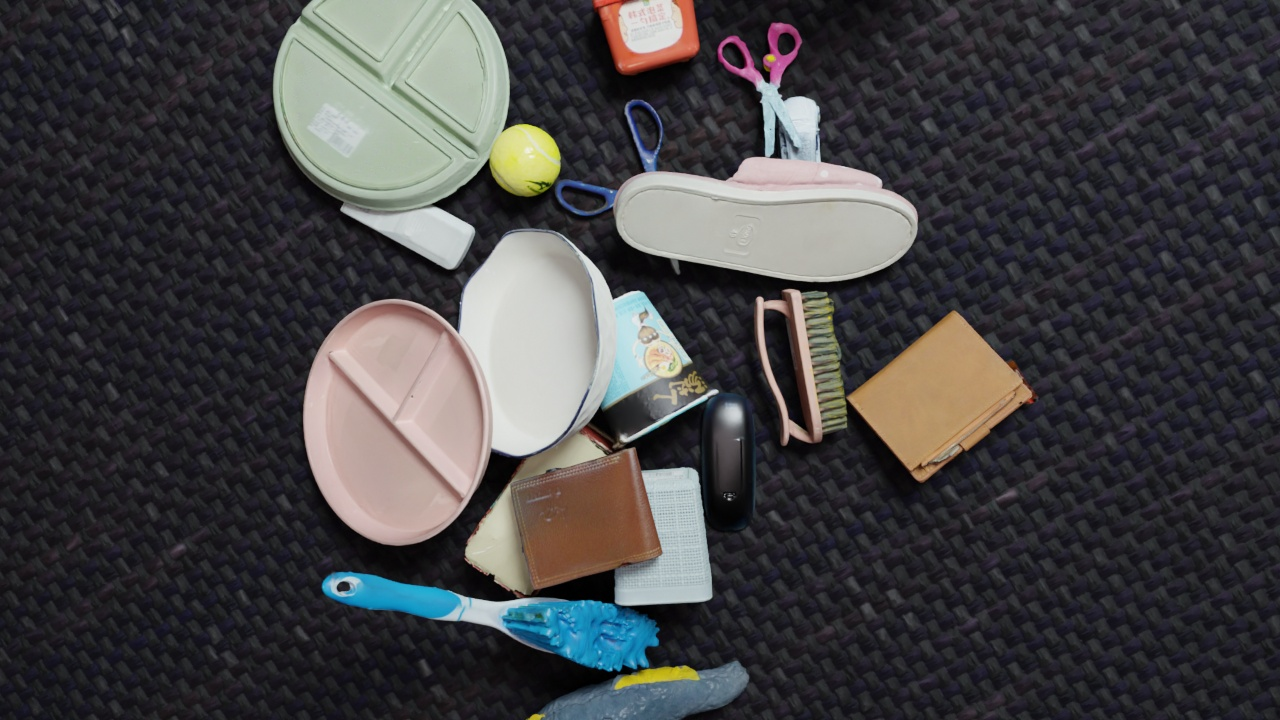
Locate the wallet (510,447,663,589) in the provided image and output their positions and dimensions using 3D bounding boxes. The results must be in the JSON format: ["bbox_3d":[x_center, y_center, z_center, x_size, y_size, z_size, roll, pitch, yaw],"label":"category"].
[{"bbox_3d":[-0.050,0.140,0.820,0.125,0.032,0.101,-17,84,11],"label":"wallet"}]

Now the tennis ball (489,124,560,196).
[{"bbox_3d":[-0.107,-0.185,0.851,0.065,0.065,0.065,0,96,4],"label":"tennis ball"}]

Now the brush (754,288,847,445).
[{"bbox_3d":[0.149,0.006,0.855,0.073,0.063,0.145,-10,97,1],"label":"brush"}]

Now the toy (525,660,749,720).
[{"bbox_3d":[-0.058,0.394,0.904,0.356,0.091,0.138,-43,119,8],"label":"toy"}]

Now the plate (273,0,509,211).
[{"bbox_3d":[-0.238,-0.256,0.861,0.230,0.027,0.230,0,89,5],"label":"plate"}]

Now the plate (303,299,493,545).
[{"bbox_3d":[-0.229,0.058,0.864,0.230,0.028,0.229,0,90,28],"label":"plate"}]

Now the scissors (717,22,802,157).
[{"bbox_3d":[0.108,-0.246,0.838,0.093,0.017,0.137,2,78,5],"label":"scissors"}]

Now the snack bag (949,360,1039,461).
[{"bbox_3d":[0.319,0.048,0.865,0.104,0.026,0.048,-36,84,7],"label":"snack bag"}]

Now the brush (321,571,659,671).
[{"bbox_3d":[-0.118,0.227,0.810,0.110,0.314,0.060,-4,68,40],"label":"brush"}]

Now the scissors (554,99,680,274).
[{"bbox_3d":[0.003,-0.165,0.872,0.176,0.012,0.162,3,96,3],"label":"scissors"}]

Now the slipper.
[{"bbox_3d":[0.112,-0.131,0.829,0.274,0.054,0.114,4,138,-3],"label":"slipper"}]

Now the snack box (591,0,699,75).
[{"bbox_3d":[0.008,-0.304,0.825,0.091,0.082,0.080,-13,105,6],"label":"snack box"}]

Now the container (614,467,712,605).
[{"bbox_3d":[0.019,0.163,0.868,0.090,0.090,0.111,-4,93,4],"label":"container"}]

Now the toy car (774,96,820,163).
[{"bbox_3d":[0.147,-0.198,0.849,0.043,0.034,0.090,-4,94,7],"label":"toy car"}]

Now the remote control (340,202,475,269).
[{"bbox_3d":[-0.224,-0.135,0.885,0.125,0.024,0.049,28,96,1],"label":"remote control"}]

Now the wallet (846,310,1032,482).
[{"bbox_3d":[0.276,0.034,0.851,0.132,0.031,0.108,-41,68,7],"label":"wallet"}]

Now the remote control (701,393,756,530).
[{"bbox_3d":[0.086,0.100,0.888,0.053,0.024,0.136,-2,96,3],"label":"remote control"}]

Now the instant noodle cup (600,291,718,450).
[{"bbox_3d":[-0.005,0.005,0.848,0.111,0.111,0.120,-29,86,6],"label":"instant noodle cup"}]

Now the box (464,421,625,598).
[{"bbox_3d":[-0.093,0.137,0.878,0.091,0.076,0.168,34,96,0],"label":"box"}]

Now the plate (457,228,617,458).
[{"bbox_3d":[-0.096,-0.014,0.829,0.205,0.045,0.204,-6,82,44],"label":"plate"}]
